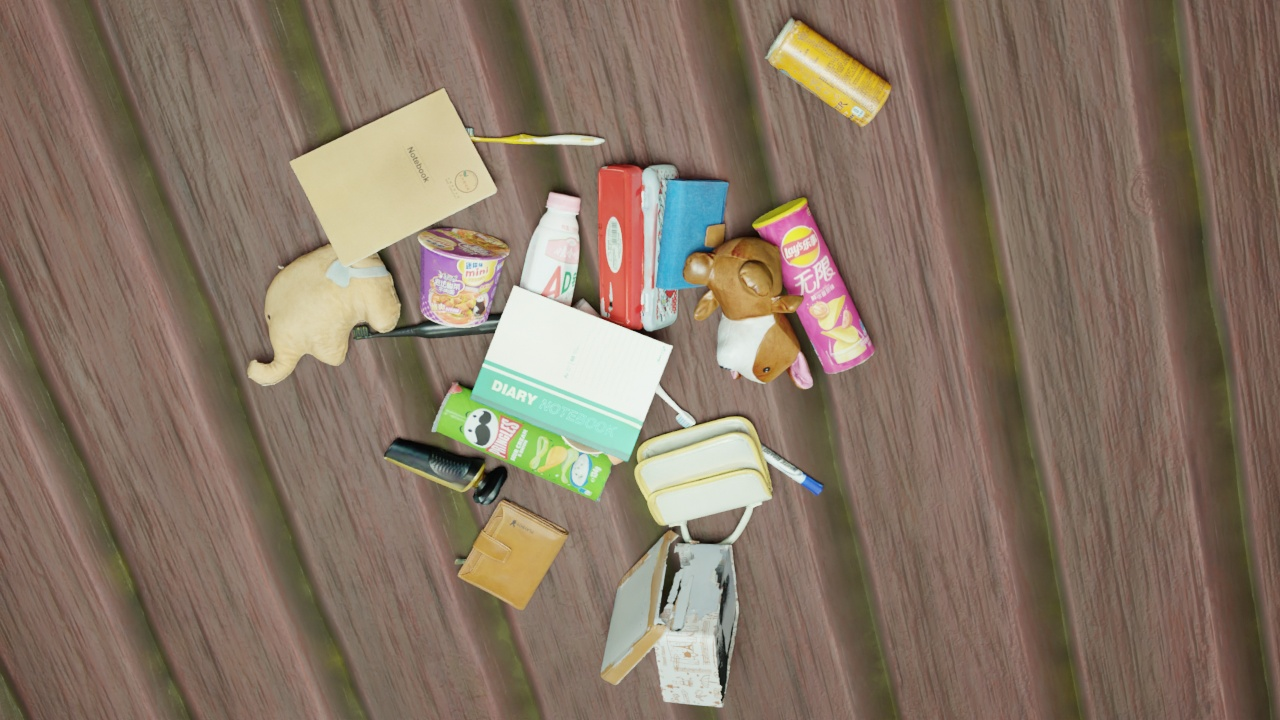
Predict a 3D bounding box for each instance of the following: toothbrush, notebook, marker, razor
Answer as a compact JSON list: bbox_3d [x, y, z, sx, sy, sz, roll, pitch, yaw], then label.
[{"bbox_3d":[-0.007,0.007,1.188,0.221,0.026,0.026,46,121,-9],"label":"toothbrush"},{"bbox_3d":[-0.299,-0.223,1.113,0.207,0.008,0.148,-27,87,-5],"label":"notebook"},{"bbox_3d":[-0.084,0.015,1.100,0.209,0.012,0.150,21,89,8],"label":"notebook"},{"bbox_3d":[0.179,0.133,1.215,0.146,0.017,0.017,34,102,-6],"label":"marker"},{"bbox_3d":[-0.263,0.146,1.224,0.167,0.062,0.068,19,135,3],"label":"razor"},{"bbox_3d":[-0.139,-0.276,1.131,0.191,0.016,0.018,2,95,3],"label":"toothbrush"},{"bbox_3d":[-0.268,-0.042,1.188,0.213,0.026,0.027,-4,109,4],"label":"toothbrush"}]

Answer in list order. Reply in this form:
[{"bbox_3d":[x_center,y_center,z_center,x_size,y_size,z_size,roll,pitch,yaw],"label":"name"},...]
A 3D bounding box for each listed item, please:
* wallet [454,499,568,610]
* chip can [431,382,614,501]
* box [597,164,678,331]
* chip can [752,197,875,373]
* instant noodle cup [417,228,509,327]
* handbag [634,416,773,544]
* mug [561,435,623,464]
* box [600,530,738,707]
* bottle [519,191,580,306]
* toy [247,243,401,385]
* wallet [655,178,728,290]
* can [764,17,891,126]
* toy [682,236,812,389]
[{"bbox_3d":[-0.180,0.262,1.257,0.119,0.035,0.131,28,103,-10],"label":"wallet"},{"bbox_3d":[-0.148,0.106,1.195,0.236,0.072,0.072,24,103,-4],"label":"chip can"},{"bbox_3d":[0.010,-0.140,1.137,0.099,0.095,0.201,-10,107,-33],"label":"box"},{"bbox_3d":[0.215,-0.090,1.131,0.071,0.071,0.210,-26,101,8],"label":"chip can"},{"bbox_3d":[-0.224,-0.100,1.135,0.111,0.111,0.099,12,111,-1],"label":"instant noodle cup"},{"bbox_3d":[0.091,0.176,1.202,0.163,0.063,0.179,-17,109,14],"label":"handbag"},{"bbox_3d":[-0.051,0.075,1.165,0.082,0.105,0.114,-29,101,9],"label":"mug"},{"bbox_3d":[0.029,0.327,1.174,0.168,0.181,0.151,-2,119,15],"label":"box"},{"bbox_3d":[-0.114,-0.109,1.145,0.068,0.068,0.197,12,101,-1],"label":"bottle"},{"bbox_3d":[-0.413,-0.061,1.162,0.226,0.082,0.143,-31,84,12],"label":"toy"},{"bbox_3d":[0.063,-0.153,1.114,0.040,0.106,0.133,18,109,36],"label":"wallet"},{"bbox_3d":[0.221,-0.338,1.078,0.146,0.058,0.058,33,102,-5],"label":"can"},{"bbox_3d":[0.132,-0.046,1.106,0.130,0.140,0.200,-46,134,-27],"label":"toy"}]
